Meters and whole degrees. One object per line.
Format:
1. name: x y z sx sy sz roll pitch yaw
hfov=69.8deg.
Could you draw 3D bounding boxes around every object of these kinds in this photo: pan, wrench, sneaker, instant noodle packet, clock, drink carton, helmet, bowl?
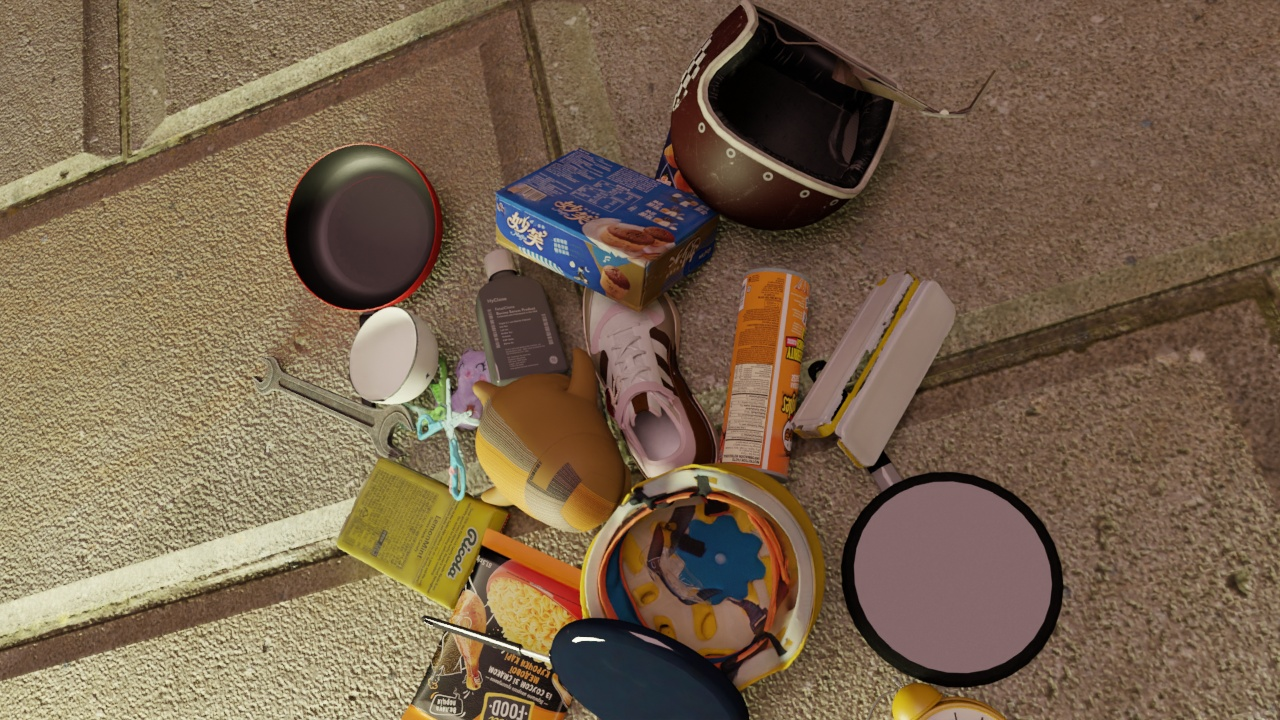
1. pan: -0.067 0.300 0.891 0.357 0.199 0.021 10 43 23
2. wrench: -0.384 0.052 1.135 0.273 0.010 0.070 19 103 25
3. sneaker: -0.006 0.006 0.990 0.112 0.116 0.293 -21 69 10
4. instant noodle packet: -0.136 0.313 0.973 0.160 0.032 0.220 23 81 7
5. clock: 0.278 0.359 0.830 0.152 0.052 0.113 20 80 18
6. drink carton: 0.063 -0.252 1.089 0.064 0.040 0.130 12 77 19
7. helmet: 0.072 0.203 0.896 0.241 0.139 0.209 -29 81 27
8. bowl: -0.280 -0.001 1.075 0.114 0.063 0.113 -11 70 32
9. pan: 0.261 0.144 0.905 0.204 0.044 0.355 -31 68 6
10. pan: -0.340 -0.093 1.153 0.209 0.067 0.356 -6 89 13
11. helmet: 0.158 -0.257 0.953 0.254 0.233 0.233 -60 22 25

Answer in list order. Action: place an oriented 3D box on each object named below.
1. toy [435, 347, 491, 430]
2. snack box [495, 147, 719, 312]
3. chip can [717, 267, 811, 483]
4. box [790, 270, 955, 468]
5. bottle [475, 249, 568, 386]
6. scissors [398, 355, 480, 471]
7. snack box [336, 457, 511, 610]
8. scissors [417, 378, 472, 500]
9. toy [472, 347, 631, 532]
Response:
1. toy: -0.206 0.032 1.089 0.080 0.036 0.099 7 77 30
2. snack box: -0.038 -0.153 1.032 0.203 0.069 0.154 27 43 23
3. chip can: 0.131 0.016 0.967 0.075 0.075 0.214 5 75 18
4. box: 0.233 0.005 0.939 0.080 0.079 0.209 6 56 53
5. bottle: -0.147 -0.049 1.073 0.083 0.046 0.173 -10 67 -18
6. scissors: -0.229 0.055 1.068 0.171 0.028 0.138 13 83 36
7. snack box: -0.251 0.195 1.050 0.181 0.045 0.121 19 79 24
8. scissors: -0.219 0.086 1.028 0.136 0.015 0.135 4 93 49
9. toy: -0.081 0.100 0.944 0.199 0.162 0.203 -56 34 5
